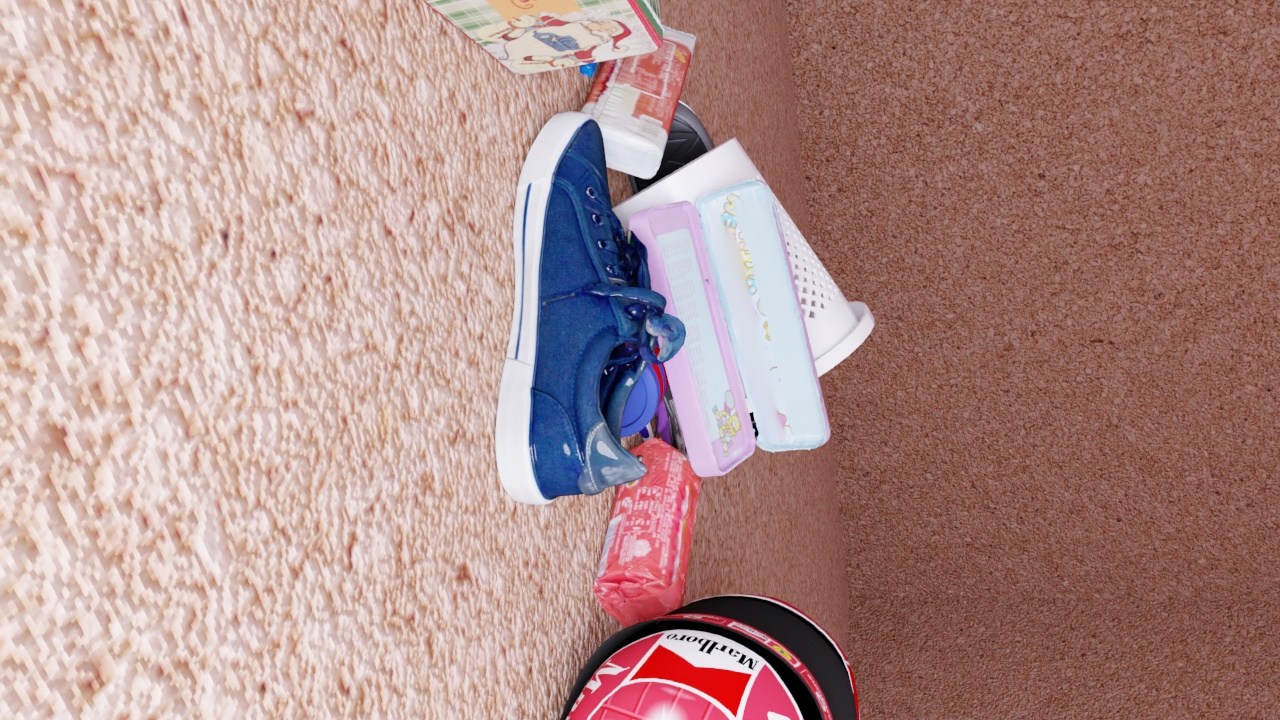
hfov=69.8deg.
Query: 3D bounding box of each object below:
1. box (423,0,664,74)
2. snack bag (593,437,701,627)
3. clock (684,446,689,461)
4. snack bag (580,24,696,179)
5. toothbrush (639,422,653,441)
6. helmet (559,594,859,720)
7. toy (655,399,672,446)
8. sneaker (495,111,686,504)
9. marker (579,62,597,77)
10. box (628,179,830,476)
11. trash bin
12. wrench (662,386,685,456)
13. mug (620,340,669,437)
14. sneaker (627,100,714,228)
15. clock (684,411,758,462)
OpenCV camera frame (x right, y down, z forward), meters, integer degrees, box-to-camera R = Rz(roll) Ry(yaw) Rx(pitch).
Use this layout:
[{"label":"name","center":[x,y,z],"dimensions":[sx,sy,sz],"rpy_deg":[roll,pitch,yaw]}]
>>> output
[{"label":"box","center":[-0.065,-0.226,0.530],"dimensions":[0.205,0.118,0.050],"rpy_deg":[12,70,-75]},{"label":"snack bag","center":[0.010,0.142,0.767],"dimensions":[0.176,0.082,0.082],"rpy_deg":[-77,156,-47]},{"label":"clock","center":[0.061,0.067,1.038],"dimensions":[0.094,0.035,0.123],"rpy_deg":[-45,128,-69]},{"label":"snack bag","center":[-0.003,-0.241,0.816],"dimensions":[0.224,0.077,0.041],"rpy_deg":[-76,-174,-48]},{"label":"toothbrush","center":[0.017,0.103,0.913],"dimensions":[0.015,0.016,0.187],"rpy_deg":[-77,155,-47]},{"label":"helmet","center":[0.041,0.277,0.604],"dimensions":[0.224,0.198,0.270],"rpy_deg":[51,54,-58]},{"label":"toy","center":[0.043,0.042,0.940],"dimensions":[0.088,0.056,0.106],"rpy_deg":[18,87,-63]},{"label":"sneaker","center":[-0.021,-0.050,0.626],"dimensions":[0.121,0.127,0.294],"rpy_deg":[57,31,-62]},{"label":"marker","center":[-0.029,-0.304,0.816],"dimensions":[0.013,0.013,0.141],"rpy_deg":[65,35,-51]},{"label":"box","center":[0.074,-0.024,0.698],"dimensions":[0.089,0.093,0.214],"rpy_deg":[-24,102,-54]},{"label":"trash bin","center":[0.075,-0.078,0.826],"dimensions":[0.199,0.196,0.195],"rpy_deg":[60,22,-10]},{"label":"wrench","center":[0.037,0.091,0.884],"dimensions":[0.274,0.010,0.070],"rpy_deg":[80,-9,-60]},{"label":"mug","center":[-0.020,0.027,0.722],"dimensions":[0.076,0.075,0.112],"rpy_deg":[-56,165,-65]},{"label":"sneaker","center":[0.048,-0.195,0.985],"dimensions":[0.160,0.093,0.257],"rpy_deg":[-90,165,-44]},{"label":"clock","center":[0.095,0.059,0.911],"dimensions":[0.042,0.120,0.091],"rpy_deg":[53,-15,17]}]
